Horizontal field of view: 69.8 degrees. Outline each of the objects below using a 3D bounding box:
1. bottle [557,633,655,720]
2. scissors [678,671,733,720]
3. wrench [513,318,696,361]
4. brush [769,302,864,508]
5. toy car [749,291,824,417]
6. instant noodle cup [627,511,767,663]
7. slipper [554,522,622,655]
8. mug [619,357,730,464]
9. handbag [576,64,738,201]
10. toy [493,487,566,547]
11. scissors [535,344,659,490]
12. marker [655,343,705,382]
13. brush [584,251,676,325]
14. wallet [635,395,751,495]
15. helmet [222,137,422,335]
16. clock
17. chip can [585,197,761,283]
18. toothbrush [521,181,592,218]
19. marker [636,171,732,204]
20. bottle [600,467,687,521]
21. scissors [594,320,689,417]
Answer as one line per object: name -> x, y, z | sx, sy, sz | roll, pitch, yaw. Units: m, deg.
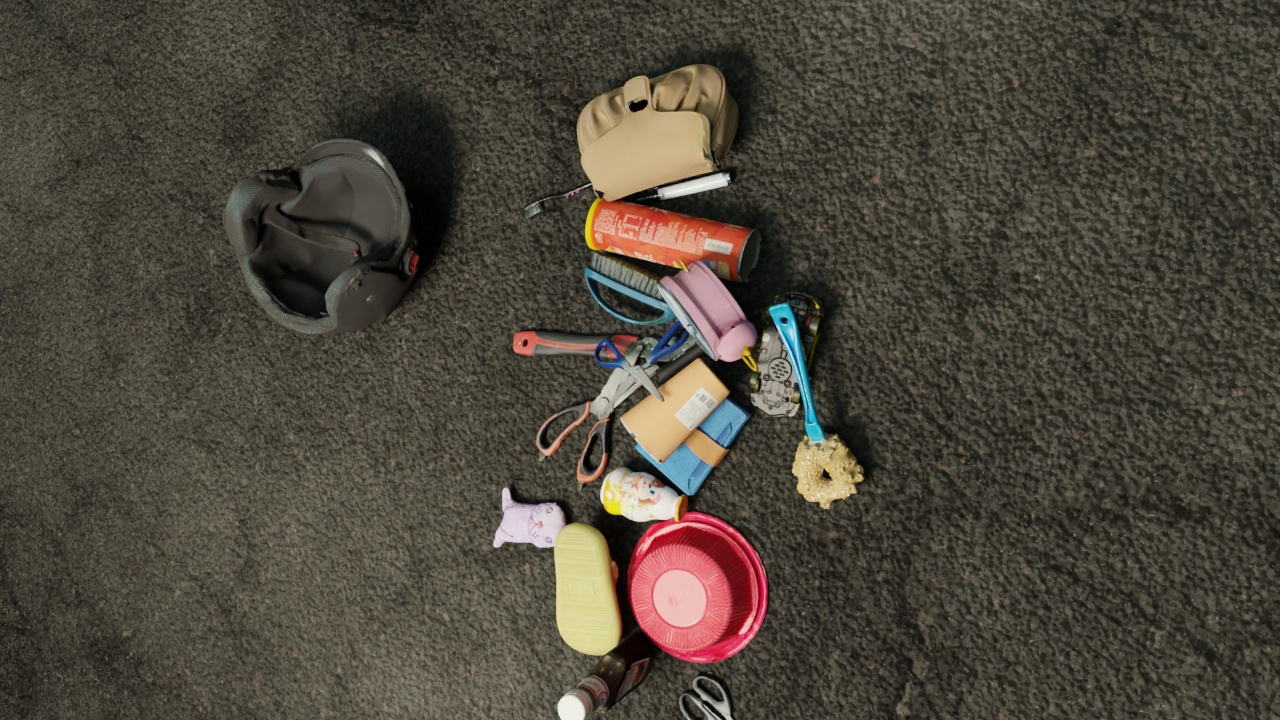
bottle -> -0.042, 0.397, 1.131 | 0.044, 0.194, 0.080 | 25, 100, 21
scissors -> 0.120, 0.479, 1.165 | 0.137, 0.014, 0.174 | -20, 85, 21
wrench -> -0.051, -0.024, 1.229 | 0.274, 0.016, 0.056 | -2, 86, 23
brush -> 0.198, 0.054, 1.079 | 0.083, 0.045, 0.255 | -12, 99, 33
toy car -> 0.176, -0.007, 1.117 | 0.071, 0.041, 0.156 | 16, 103, 22
instant noodle cup -> 0.059, 0.292, 1.159 | 0.194, 0.065, 0.194 | 0, 90, 24
slipper -> -0.060, 0.292, 1.200 | 0.092, 0.081, 0.191 | 3, 109, 27
mug -> 0.046, 0.058, 1.122 | 0.123, 0.078, 0.078 | -42, 75, 5
handbag -> 0.016, -0.287, 1.141 | 0.205, 0.100, 0.147 | -13, 61, 22
toy -> -0.149, 0.221, 1.261 | 0.108, 0.039, 0.084 | 3, 83, 24
scissors -> -0.055, 0.078, 1.226 | 0.196, 0.015, 0.215 | 0, 93, 26
marker -> 0.078, -0.014, 1.163 | 0.132, 0.020, 0.022 | -34, 78, 11
brush -> -0.012, -0.087, 1.190 | 0.144, 0.055, 0.073 | 25, 99, 21
wallet -> 0.066, 0.091, 1.170 | 0.106, 0.040, 0.133 | 40, 105, 23
helmet -> -0.415, -0.165, 1.271 | 0.233, 0.230, 0.275 | 37, 94, 10
clock -> 0.088, -0.048, 1.091 | 0.060, 0.117, 0.158 | -36, 87, -2
chip can -> 0.039, -0.154, 1.159 | 0.217, 0.073, 0.073 | 16, 96, 23
toothbrush -> -0.080, -0.230, 1.242 | 0.189, 0.014, 0.018 | -17, 94, 22
marker -> 0.056, -0.223, 1.181 | 0.131, 0.018, 0.022 | -10, 77, 23
bottle -> 0.006, 0.177, 1.181 | 0.108, 0.063, 0.063 | 12, 95, 23
scissors -> -0.006, 0.006, 1.152 | 0.162, 0.012, 0.172 | 18, 59, 44
